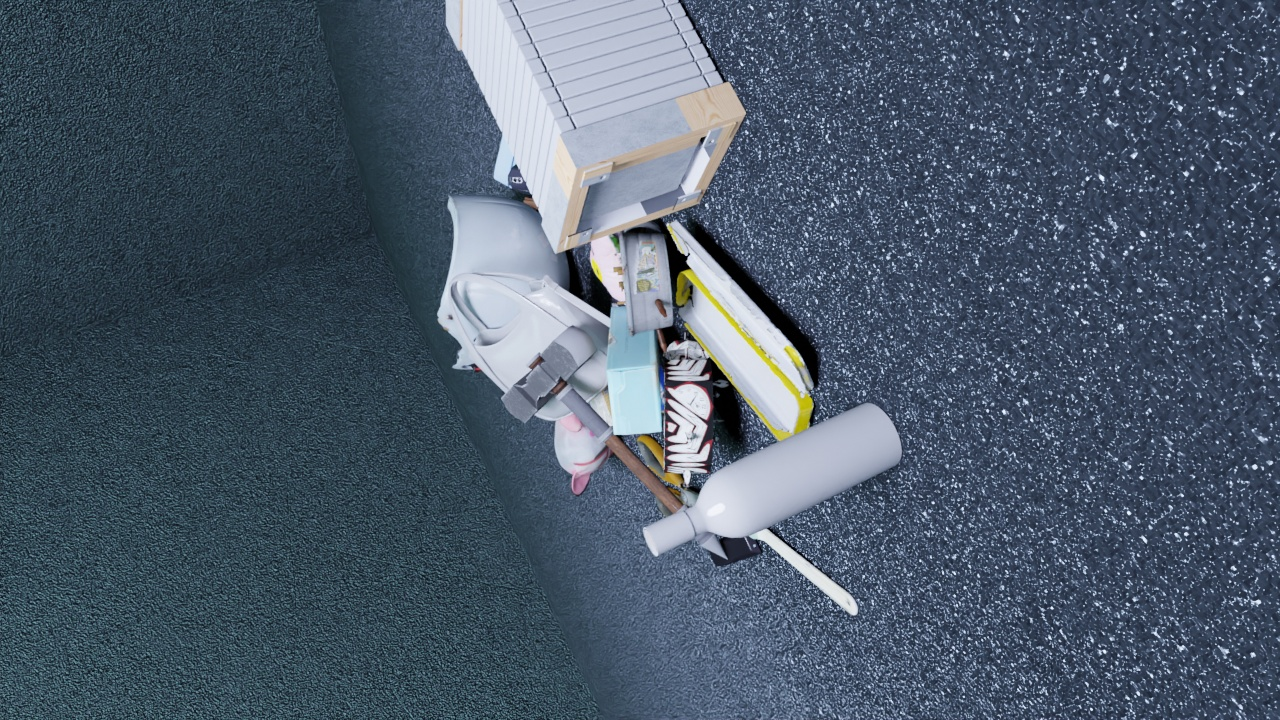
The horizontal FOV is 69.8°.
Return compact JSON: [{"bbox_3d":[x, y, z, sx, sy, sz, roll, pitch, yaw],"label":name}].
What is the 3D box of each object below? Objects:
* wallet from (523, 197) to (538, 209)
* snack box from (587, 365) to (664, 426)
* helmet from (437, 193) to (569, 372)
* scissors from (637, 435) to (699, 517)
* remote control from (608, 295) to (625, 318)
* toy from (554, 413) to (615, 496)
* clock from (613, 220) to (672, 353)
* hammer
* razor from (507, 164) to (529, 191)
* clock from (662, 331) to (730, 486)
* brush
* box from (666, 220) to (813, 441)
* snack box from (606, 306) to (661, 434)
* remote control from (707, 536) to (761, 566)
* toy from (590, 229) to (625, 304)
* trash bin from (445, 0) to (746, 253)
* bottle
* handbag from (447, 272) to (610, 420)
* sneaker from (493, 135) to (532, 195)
[{"bbox_3d":[-0.083,-0.171,1.083,0.013,0.087,0.121,-67,26,2],"label":"wallet"},{"bbox_3d":[-0.015,0.055,1.168,0.207,0.057,0.056,145,106,-72],"label":"snack box"},{"bbox_3d":[-0.179,-0.105,1.273,0.264,0.163,0.236,93,178,-64],"label":"helmet"},{"bbox_3d":[0.048,0.157,1.166,0.162,0.016,0.226,68,162,-2],"label":"scissors"},{"bbox_3d":[-0.027,-0.057,1.143,0.046,0.009,0.125,59,160,26],"label":"remote control"},{"bbox_3d":[-0.091,0.074,1.315,0.141,0.084,0.213,-64,-40,-59],"label":"toy"},{"bbox_3d":[0.001,-0.089,0.905,0.104,0.056,0.147,86,179,-65],"label":"clock"},{"bbox_3d":[-0.013,0.114,1.066,0.322,0.042,0.156,46,129,0],"label":"hammer"},{"bbox_3d":[-0.107,-0.194,0.972,0.142,0.047,0.052,-49,-37,-70],"label":"razor"},{"bbox_3d":[0.055,0.041,0.933,0.115,0.065,0.154,89,-178,-50],"label":"clock"},{"bbox_3d":[0.149,0.195,0.927,0.218,0.012,0.033,35,143,58],"label":"brush"},{"bbox_3d":[0.084,-0.029,0.815,0.209,0.038,0.130,54,165,39],"label":"box"},{"bbox_3d":[-0.006,0.006,0.973,0.174,0.053,0.075,-88,-8,-65],"label":"snack box"},{"bbox_3d":[0.107,0.220,1.068,0.032,0.015,0.137,65,162,11],"label":"remote control"},{"bbox_3d":[-0.029,-0.112,1.017,0.093,0.050,0.102,38,151,58],"label":"toy"},{"bbox_3d":[-0.048,-0.246,0.765,0.247,0.142,0.143,64,162,12],"label":"trash bin"},{"bbox_3d":[0.093,0.090,0.661,0.052,0.195,0.053,56,159,35],"label":"bottle"},{"bbox_3d":[-0.131,-0.041,1.121,0.222,0.095,0.216,39,132,-16],"label":"handbag"},{"bbox_3d":[-0.093,-0.276,1.021,0.098,0.083,0.242,23,143,-2],"label":"sneaker"}]
